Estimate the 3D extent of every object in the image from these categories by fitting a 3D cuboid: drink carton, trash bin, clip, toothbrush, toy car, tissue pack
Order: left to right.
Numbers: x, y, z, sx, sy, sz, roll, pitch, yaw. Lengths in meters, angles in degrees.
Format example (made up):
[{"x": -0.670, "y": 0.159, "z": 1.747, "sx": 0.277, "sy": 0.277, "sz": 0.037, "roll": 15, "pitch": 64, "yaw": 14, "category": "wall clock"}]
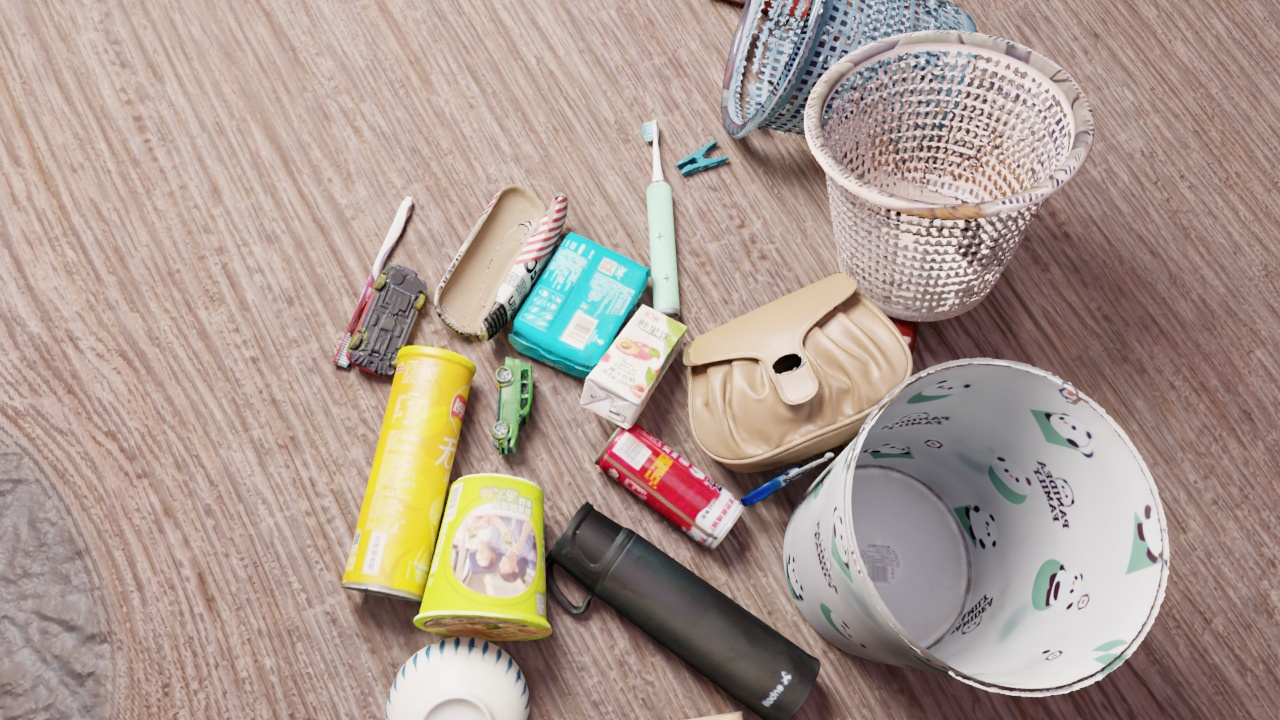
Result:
[{"x": -0.252, "y": -0.078, "z": 0.880, "sx": 0.017, "sy": 0.016, "sz": 0.187, "roll": 20, "pitch": 70, "yaw": -8, "category": "toothbrush"}, {"x": -0.236, "y": -0.038, "z": 0.857, "sx": 0.049, "sy": 0.031, "sz": 0.106, "roll": 26, "pitch": 71, "yaw": -28, "category": "toy car"}, {"x": -0.118, "y": 0.042, "z": 0.841, "sx": 0.036, "sy": 0.043, "sz": 0.091, "roll": 7, "pitch": 71, "yaw": -5, "category": "toy car"}, {"x": -0.056, "y": -0.054, "z": 0.877, "sx": 0.093, "sy": 0.050, "sz": 0.133, "roll": 27, "pitch": 70, "yaw": 5, "category": "tissue pack"}, {"x": -0.005, "y": 0.005, "z": 0.844, "sx": 0.053, "sy": 0.046, "sz": 0.122, "roll": 26, "pitch": 43, "yaw": 8, "category": "drink carton"}, {"x": 0.020, "y": -0.147, "z": 0.929, "sx": 0.027, "sy": 0.026, "sz": 0.224, "roll": -8, "pitch": 71, "yaw": 13, "category": "toothbrush"}, {"x": 0.064, "y": -0.210, "z": 0.963, "sx": 0.056, "sy": 0.014, "sz": 0.039, "roll": -28, "pitch": 76, "yaw": -14, "category": "clip"}, {"x": 0.214, "y": -0.306, "z": 0.923, "sx": 0.195, "sy": 0.227, "sz": 0.226, "roll": 15, "pitch": 70, "yaw": -15, "category": "trash bin"}, {"x": 0.259, "y": -0.147, "z": 0.822, "sx": 0.227, "sy": 0.192, "sz": 0.227, "roll": -4, "pitch": 55, "yaw": 6, "category": "trash bin"}, {"x": 0.236, "y": 0.145, "z": 0.738, "sx": 0.229, "sy": 0.252, "sz": 0.229, "roll": 2, "pitch": 72, "yaw": -6, "category": "trash bin"}]

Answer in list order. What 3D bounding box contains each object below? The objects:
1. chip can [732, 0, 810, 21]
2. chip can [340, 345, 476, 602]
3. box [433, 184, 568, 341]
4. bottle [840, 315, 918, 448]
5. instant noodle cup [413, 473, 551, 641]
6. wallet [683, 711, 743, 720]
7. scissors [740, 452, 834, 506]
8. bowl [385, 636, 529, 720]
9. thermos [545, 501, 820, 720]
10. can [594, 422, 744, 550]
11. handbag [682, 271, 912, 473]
[{"x": 0.184, "y": -0.411, "z": 1.013, "sx": 0.216, "sy": 0.073, "sz": 0.073, "roll": 17, "pitch": 70, "yaw": -1, "category": "chip can"}, {"x": -0.199, "y": 0.097, "z": 0.798, "sx": 0.072, "sy": 0.072, "sz": 0.213, "roll": 10, "pitch": 70, "yaw": -3, "category": "chip can"}, {"x": -0.135, "y": -0.098, "z": 0.873, "sx": 0.088, "sy": 0.076, "sz": 0.162, "roll": 23, "pitch": 71, "yaw": 5, "category": "box"}, {"x": 0.233, "y": 0.002, "z": 0.888, "sx": 0.057, "sy": 0.057, "sz": 0.174, "roll": 17, "pitch": 70, "yaw": -1, "category": "bottle"}, {"x": -0.125, "y": 0.164, "z": 0.772, "sx": 0.111, "sy": 0.112, "sz": 0.123, "roll": 6, "pitch": 63, "yaw": -5, "category": "instant noodle cup"}, {"x": 0.053, "y": 0.360, "z": 0.767, "sx": 0.087, "sy": 0.024, "sz": 0.115, "roll": -4, "pitch": 73, "yaw": -13, "category": "wallet"}, {"x": 0.121, "y": 0.103, "z": 0.781, "sx": 0.108, "sy": 0.174, "sz": 0.012, "roll": -31, "pitch": 80, "yaw": 7, "category": "scissors"}, {"x": -0.146, "y": 0.286, "z": 0.730, "sx": 0.116, "sy": 0.066, "sz": 0.116, "roll": 0, "pitch": 88, "yaw": -7, "category": "bowl"}, {"x": 0.029, "y": 0.224, "z": 0.793, "sx": 0.242, "sy": 0.068, "sz": 0.090, "roll": 34, "pitch": 103, "yaw": 7, "category": "thermos"}, {"x": 0.026, "y": 0.112, "z": 0.829, "sx": 0.133, "sy": 0.053, "sz": 0.053, "roll": 36, "pitch": 71, "yaw": 6, "category": "can"}, {"x": 0.136, "y": 0.012, "z": 0.829, "sx": 0.205, "sy": 0.100, "sz": 0.147, "roll": -25, "pitch": 67, "yaw": 8, "category": "handbag"}]
